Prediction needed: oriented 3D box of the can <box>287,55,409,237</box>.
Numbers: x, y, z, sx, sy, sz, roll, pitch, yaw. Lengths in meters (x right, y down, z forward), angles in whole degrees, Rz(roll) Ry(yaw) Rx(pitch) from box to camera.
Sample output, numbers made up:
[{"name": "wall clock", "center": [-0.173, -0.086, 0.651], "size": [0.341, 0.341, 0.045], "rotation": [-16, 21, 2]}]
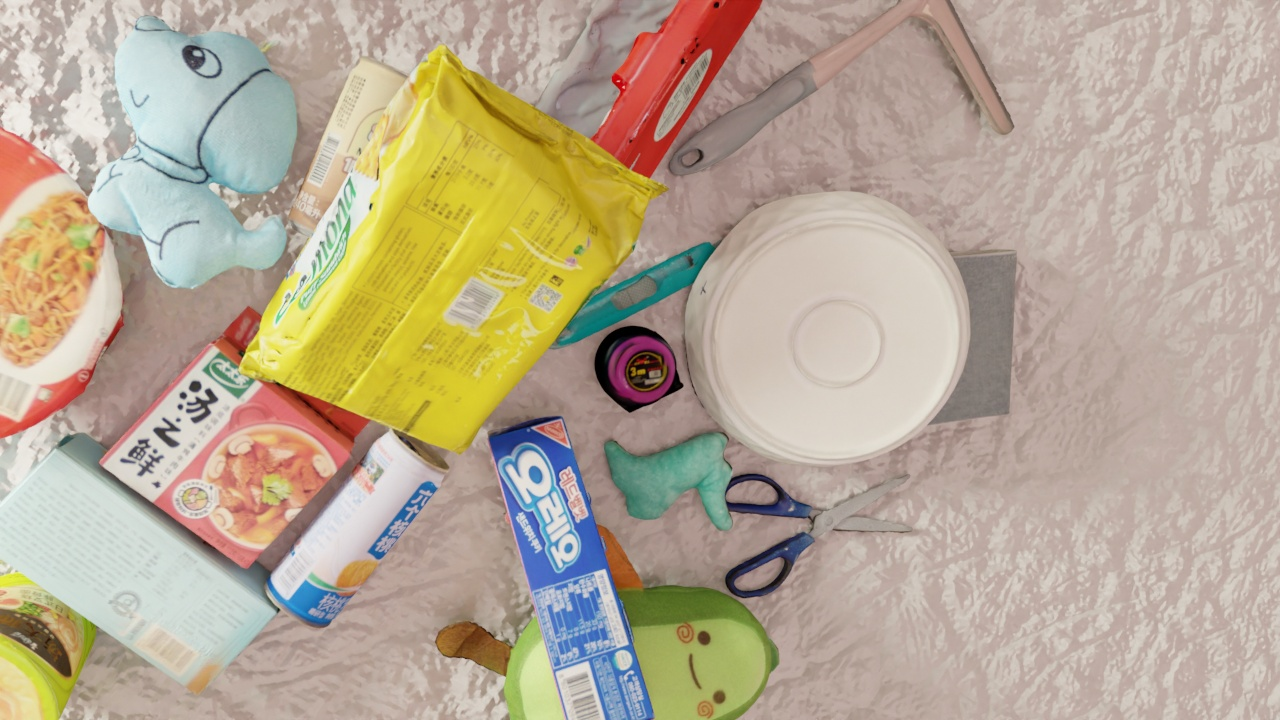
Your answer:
[{"name": "can", "center": [-0.174, -0.127, 0.581], "size": [0.058, 0.058, 0.116], "rotation": [24, 93, -15]}]

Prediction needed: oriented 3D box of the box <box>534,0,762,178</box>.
[{"name": "box", "center": [-0.011, -0.189, 0.608], "size": [0.098, 0.095, 0.201], "rotation": [33, 93, 14]}]

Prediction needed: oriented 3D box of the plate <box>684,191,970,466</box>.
[{"name": "plate", "center": [0.135, -0.016, 0.650], "size": [0.205, 0.045, 0.205], "rotation": [0, 103, 0]}]

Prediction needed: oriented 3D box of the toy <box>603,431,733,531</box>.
[{"name": "toy", "center": [0.029, 0.089, 0.676], "size": [0.092, 0.030, 0.096], "rotation": [-23, 94, -6]}]

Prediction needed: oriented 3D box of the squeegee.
[{"name": "squeegee", "center": [0.125, -0.204, 0.647], "size": [0.249, 0.040, 0.247], "rotation": [-36, 105, -4]}]

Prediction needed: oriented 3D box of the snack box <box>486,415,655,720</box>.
[{"name": "snack box", "center": [-0.049, 0.142, 0.606], "size": [0.057, 0.058, 0.207], "rotation": [-16, 72, -9]}]

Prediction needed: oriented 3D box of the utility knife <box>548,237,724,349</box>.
[{"name": "utility knife", "center": [0.006, -0.054, 0.657], "size": [0.186, 0.013, 0.029], "rotation": [-27, 111, -8]}]

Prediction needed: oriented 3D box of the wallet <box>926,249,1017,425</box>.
[{"name": "wallet", "center": [0.239, -0.018, 0.704], "size": [0.106, 0.037, 0.130], "rotation": [-5, 102, -21]}]

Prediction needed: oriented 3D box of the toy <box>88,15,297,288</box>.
[{"name": "toy", "center": [-0.262, -0.132, 0.552], "size": [0.161, 0.050, 0.156], "rotation": [44, 63, -8]}]

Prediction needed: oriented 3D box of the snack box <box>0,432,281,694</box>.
[{"name": "snack box", "center": [-0.323, 0.131, 0.594], "size": [0.175, 0.051, 0.074], "rotation": [44, 86, -16]}]

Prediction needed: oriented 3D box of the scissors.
[{"name": "scissors", "center": [0.131, 0.132, 0.717], "size": [0.162, 0.012, 0.163], "rotation": [31, 91, -15]}]

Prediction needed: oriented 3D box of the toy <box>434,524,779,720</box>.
[{"name": "toy", "center": [-0.017, 0.228, 0.659], "size": [0.246, 0.090, 0.227], "rotation": [-13, 96, -6]}]

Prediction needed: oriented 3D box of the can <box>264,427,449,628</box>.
[{"name": "can", "center": [-0.190, 0.111, 0.619], "size": [0.053, 0.053, 0.134], "rotation": [39, 89, -16]}]

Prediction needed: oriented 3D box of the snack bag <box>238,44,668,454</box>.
[{"name": "snack bag", "center": [-0.113, -0.047, 0.546], "size": [0.158, 0.068, 0.247], "rotation": [27, 120, -27]}]

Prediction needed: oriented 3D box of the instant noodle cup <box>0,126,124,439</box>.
[{"name": "instant noodle cup", "center": [-0.403, -0.048, 0.540], "size": [0.193, 0.066, 0.194], "rotation": [-2, 99, -12]}]

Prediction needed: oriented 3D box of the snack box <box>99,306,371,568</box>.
[{"name": "snack box", "center": [-0.257, 0.050, 0.599], "size": [0.113, 0.044, 0.127], "rotation": [42, 88, -16]}]

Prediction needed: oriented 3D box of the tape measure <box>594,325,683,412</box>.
[{"name": "tape measure", "center": [-0.004, 0.004, 0.652], "size": [0.057, 0.039, 0.058], "rotation": [-27, 109, -8]}]

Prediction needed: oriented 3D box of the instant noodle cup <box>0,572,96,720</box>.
[{"name": "instant noodle cup", "center": [-0.390, 0.186, 0.551], "size": [0.111, 0.123, 0.112], "rotation": [-3, 101, -13]}]
